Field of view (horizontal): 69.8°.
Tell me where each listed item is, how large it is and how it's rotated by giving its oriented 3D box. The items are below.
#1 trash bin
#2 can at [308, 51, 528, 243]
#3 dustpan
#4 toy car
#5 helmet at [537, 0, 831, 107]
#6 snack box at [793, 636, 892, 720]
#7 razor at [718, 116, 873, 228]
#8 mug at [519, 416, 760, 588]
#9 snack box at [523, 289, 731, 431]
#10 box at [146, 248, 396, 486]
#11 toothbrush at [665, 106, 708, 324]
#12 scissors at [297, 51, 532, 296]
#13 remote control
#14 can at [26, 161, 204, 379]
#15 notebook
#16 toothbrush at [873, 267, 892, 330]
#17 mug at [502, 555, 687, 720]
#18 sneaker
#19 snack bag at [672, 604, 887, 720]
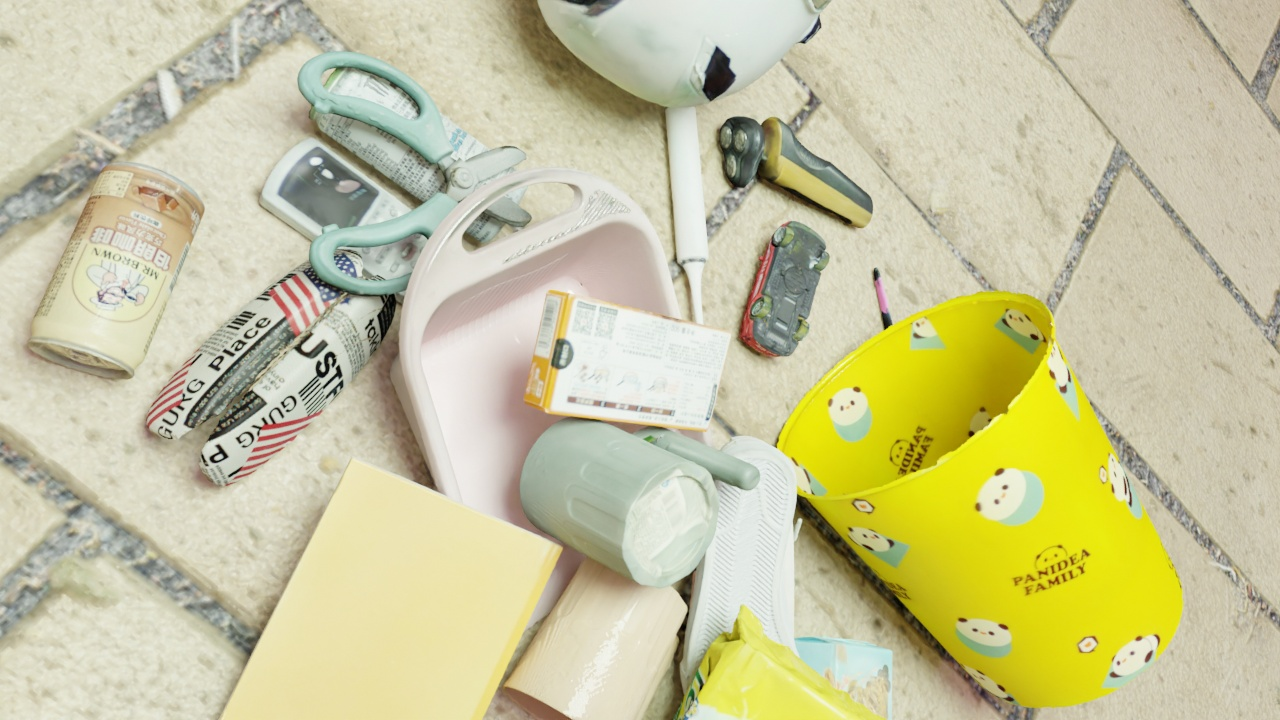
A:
[{"bbox_3d":[0.272,0.114,0.718,0.255,0.230,0.229,51,59,-15],"label":"trash bin"},{"bbox_3d":[-0.151,-0.145,0.636,0.146,0.058,0.058,35,63,-17],"label":"can"},{"bbox_3d":[-0.047,0.024,0.604,0.222,0.139,0.273,-33,94,-32],"label":"dustpan"},{"bbox_3d":[0.119,-0.060,0.772,0.053,0.045,0.120,30,70,-22],"label":"toy car"},{"bbox_3d":[0.010,-0.273,0.679,0.229,0.146,0.258,27,23,-21],"label":"helmet"},{"bbox_3d":[0.146,0.298,0.684,0.074,0.052,0.174,20,67,-40],"label":"snack box"},{"bbox_3d":[0.141,-0.161,0.813,0.167,0.062,0.067,23,97,-28],"label":"razor"},{"bbox_3d":[0.002,0.080,0.587,0.123,0.103,0.084,-22,115,-35],"label":"mug"},{"bbox_3d":[-0.004,0.004,0.613,0.153,0.026,0.075,10,94,-43],"label":"snack box"},{"bbox_3d":[-0.228,-0.008,0.563,0.087,0.076,0.162,35,63,8],"label":"box"},{"bbox_3d":[0.041,-0.109,0.753,0.026,0.026,0.221,10,72,-49],"label":"toothbrush"},{"bbox_3d":[-0.153,-0.106,0.581,0.170,0.019,0.181,31,64,-23],"label":"scissors"},{"bbox_3d":[-0.181,-0.087,0.626,0.150,0.021,0.058,36,63,-17],"label":"remote control"},{"bbox_3d":[-0.300,-0.052,0.529,0.058,0.059,0.116,21,68,-23],"label":"can"},{"bbox_3d":[-0.152,0.178,0.545,0.146,0.010,0.206,27,84,-21],"label":"notebook"},{"bbox_3d":[0.233,0.005,0.838,0.017,0.014,0.189,-8,80,-18],"label":"toothbrush"},{"bbox_3d":[-0.019,0.202,0.610,0.103,0.084,0.125,-57,138,-28],"label":"mug"},{"bbox_3d":[0.073,0.173,0.675,0.089,0.090,0.242,1,97,-1],"label":"sneaker"},{"bbox_3d":[0.061,0.304,0.598,0.158,0.068,0.246,35,86,-7],"label":"snack bag"}]
